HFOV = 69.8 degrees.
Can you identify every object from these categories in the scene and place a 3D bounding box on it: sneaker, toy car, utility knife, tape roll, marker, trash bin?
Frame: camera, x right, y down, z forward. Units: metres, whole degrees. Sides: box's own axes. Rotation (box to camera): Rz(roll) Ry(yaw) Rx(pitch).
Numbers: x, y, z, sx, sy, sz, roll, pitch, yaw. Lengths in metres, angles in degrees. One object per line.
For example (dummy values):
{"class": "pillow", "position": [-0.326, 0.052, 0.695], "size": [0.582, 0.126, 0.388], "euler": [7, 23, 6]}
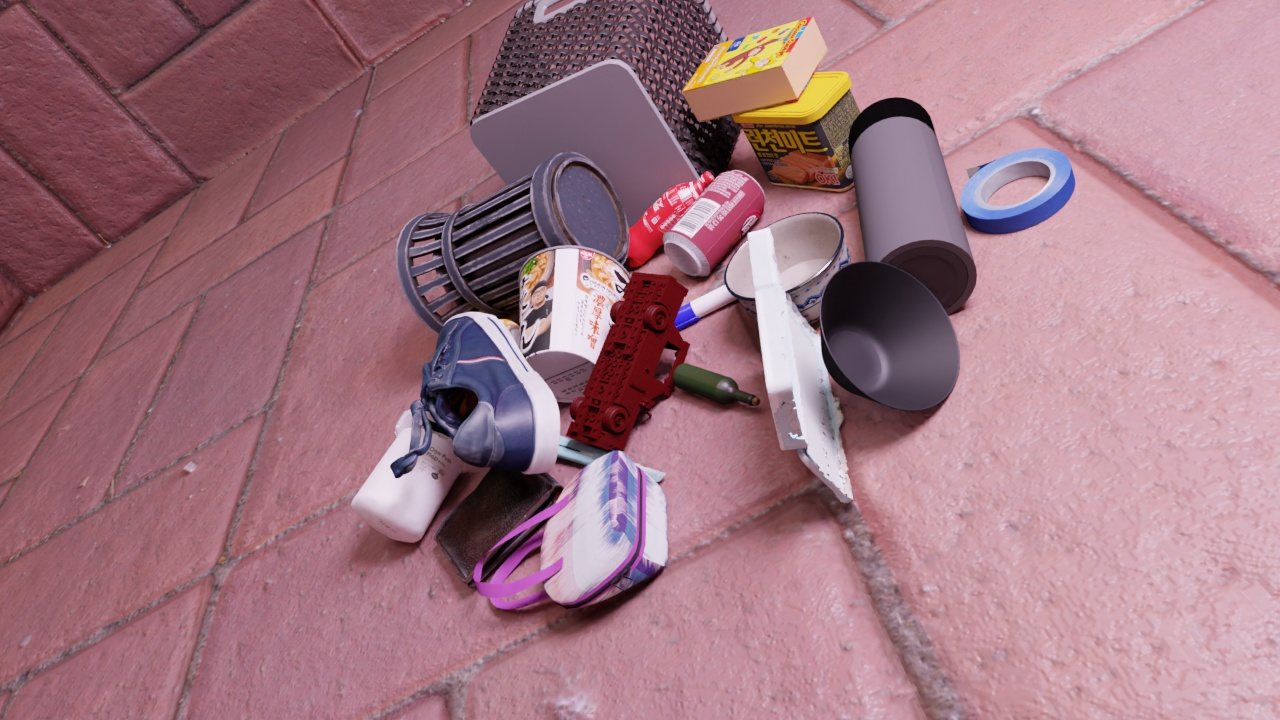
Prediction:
{"class": "sneaker", "position": [-0.182, 0.030, 0.885], "size": [0.127, 0.121, 0.294], "euler": [2, 18, -25]}
{"class": "toy car", "position": [-0.006, 0.005, 0.865], "size": [0.070, 0.061, 0.169], "euler": [12, 77, 49]}
{"class": "utility knife", "position": [-0.037, 0.090, 0.841], "size": [0.169, 0.015, 0.022], "euler": [11, 68, 45]}
{"class": "tape roll", "position": [0.327, -0.148, 0.799], "size": [0.091, 0.016, 0.092], "euler": [-13, 40, 32]}
{"class": "marker", "position": [0.092, -0.068, 0.913], "size": [0.142, 0.020, 0.020], "euler": [-26, 35, 15]}
{"class": "trash bin", "position": [-0.139, -0.130, 1.045], "size": [0.228, 0.164, 0.163], "euler": [-19, 37, 34]}

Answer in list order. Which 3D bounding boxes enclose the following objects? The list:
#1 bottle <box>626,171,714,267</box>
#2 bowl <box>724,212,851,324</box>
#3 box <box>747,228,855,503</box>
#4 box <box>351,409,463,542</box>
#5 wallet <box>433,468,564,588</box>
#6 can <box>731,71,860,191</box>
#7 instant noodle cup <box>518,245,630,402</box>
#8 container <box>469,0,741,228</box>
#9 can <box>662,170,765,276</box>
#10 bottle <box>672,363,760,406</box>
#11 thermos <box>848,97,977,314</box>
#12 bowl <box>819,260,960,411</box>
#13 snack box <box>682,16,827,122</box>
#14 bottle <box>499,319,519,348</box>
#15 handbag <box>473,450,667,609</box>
{"class": "bottle", "position": [0.029, -0.161, 1.034], "size": [0.142, 0.042, 0.041], "euler": [-41, 28, 29]}
{"class": "bowl", "position": [0.141, -0.075, 0.839], "size": [0.116, 0.059, 0.115], "euler": [-24, 35, 18]}
{"class": "box", "position": [0.115, 0.000, 0.699], "size": [0.043, 0.136, 0.196], "euler": [-20, 36, 19]}
{"class": "box", "position": [-0.227, 0.106, 0.936], "size": [0.092, 0.081, 0.160], "euler": [-18, 34, 45]}
{"class": "wallet", "position": [-0.132, 0.143, 0.849], "size": [0.120, 0.031, 0.099], "euler": [-46, 32, -10]}
{"class": "can", "position": [0.175, -0.242, 0.975], "size": [0.072, 0.101, 0.131], "euler": [-47, 35, -16]}
{"class": "instant noodle cup", "position": [-0.073, -0.031, 0.938], "size": [0.124, 0.123, 0.121], "euler": [-17, 47, 27]}
{"class": "container", "position": [-0.032, -0.306, 1.119], "size": [0.248, 0.245, 0.243], "euler": [-14, 43, 30]}
{"class": "can", "position": [0.079, -0.146, 0.980], "size": [0.114, 0.063, 0.063], "euler": [-49, 35, -18]}
{"class": "bottle", "position": [0.068, 0.024, 0.814], "size": [0.025, 0.025, 0.106], "euler": [-48, 35, -17]}
{"class": "thermos", "position": [0.235, -0.142, 0.815], "size": [0.082, 0.082, 0.239], "euler": [-20, 37, 23]}
{"class": "bowl", "position": [0.179, -0.010, 0.709], "size": [0.123, 0.124, 0.053], "euler": [-60, 7, -32]}
{"class": "snack box", "position": [0.120, -0.307, 0.973], "size": [0.126, 0.040, 0.088], "euler": [-1, 47, 42]}
{"class": "bottle", "position": [-0.180, -0.007, 1.045], "size": [0.109, 0.063, 0.063], "euler": [-15, 39, 29]}
{"class": "handbag", "position": [-0.065, 0.153, 0.753], "size": [0.170, 0.068, 0.144], "euler": [-29, 33, 22]}
